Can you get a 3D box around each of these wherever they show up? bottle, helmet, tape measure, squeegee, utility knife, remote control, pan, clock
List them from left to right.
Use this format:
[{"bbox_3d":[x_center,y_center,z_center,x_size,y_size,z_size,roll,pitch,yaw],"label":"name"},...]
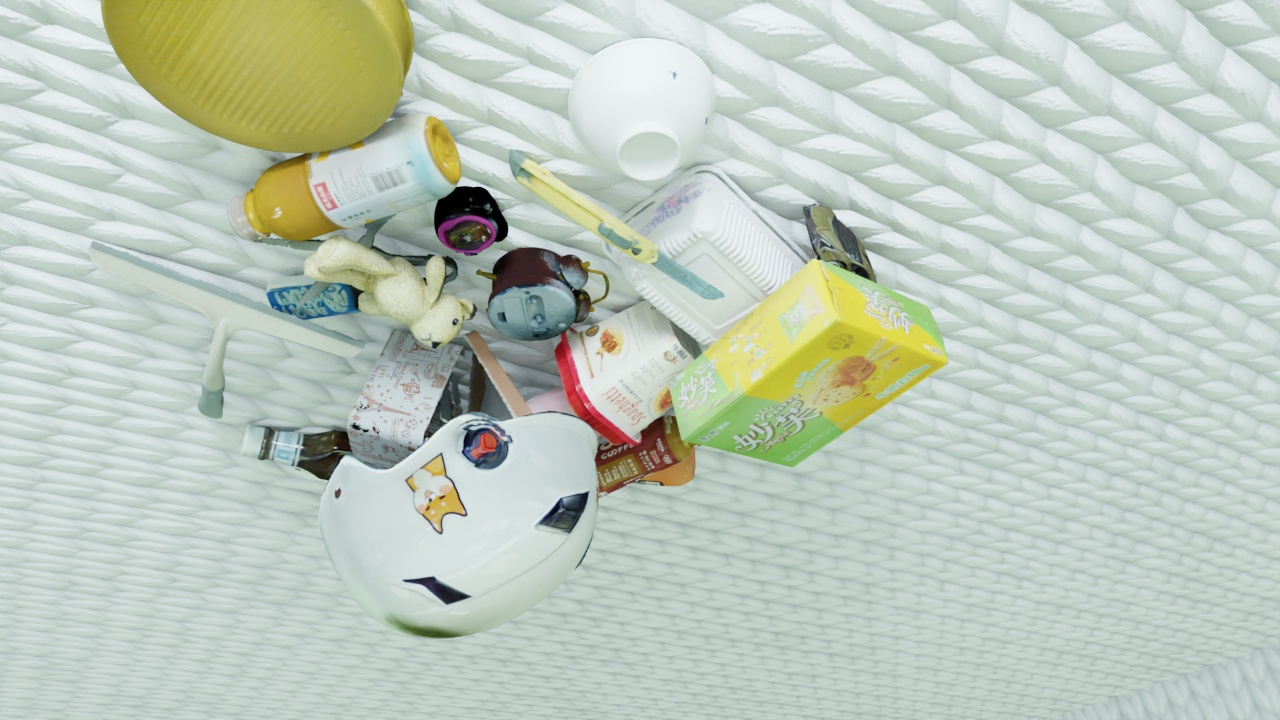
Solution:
[{"bbox_3d":[-0.426,0.011,0.919,0.246,0.039,0.247,22,143,-16],"label":"squeegee"},{"bbox_3d":[-0.200,-0.265,0.584,0.359,0.078,0.197,-27,142,37],"label":"pan"},{"bbox_3d":[-0.364,0.111,1.079,0.194,0.044,0.080,14,140,-23],"label":"bottle"},{"bbox_3d":[-0.282,-0.065,0.862,0.125,0.024,0.049,-7,144,-4],"label":"remote control"},{"bbox_3d":[-0.238,-0.139,0.730,0.190,0.067,0.068,-15,143,13],"label":"bottle"},{"bbox_3d":[-0.149,-0.120,0.791,0.058,0.039,0.057,-12,144,9],"label":"tape measure"},{"bbox_3d":[-0.154,0.169,0.860,0.274,0.156,0.230,-14,147,-9],"label":"helmet"},{"bbox_3d":[-0.089,-0.063,0.863,0.122,0.055,0.082,-5,143,-1],"label":"clock"},{"bbox_3d":[-0.021,-0.111,0.776,0.216,0.022,0.031,29,143,-10],"label":"utility knife"},{"bbox_3d":[-0.009,0.123,1.126,0.149,0.066,0.067,-3,145,10],"label":"bottle"},{"bbox_3d":[-0.001,0.107,1.064,0.175,0.057,0.057,-26,140,12],"label":"bottle"}]

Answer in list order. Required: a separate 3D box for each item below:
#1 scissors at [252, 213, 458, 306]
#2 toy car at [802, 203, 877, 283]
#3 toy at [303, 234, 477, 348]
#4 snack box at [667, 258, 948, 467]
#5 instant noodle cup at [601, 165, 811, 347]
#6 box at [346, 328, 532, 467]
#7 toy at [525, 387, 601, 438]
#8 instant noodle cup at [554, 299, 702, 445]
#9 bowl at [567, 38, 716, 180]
[{"bbox_3d":[-0.245,-0.096,0.813,0.180,0.014,0.159,-38,129,26],"label":"scissors"},{"bbox_3d":[0.191,-0.086,0.852,0.042,0.070,0.158,-24,141,22],"label":"toy car"},{"bbox_3d":[-0.217,-0.059,0.797,0.105,0.066,0.157,-29,141,27],"label":"toy"},{"bbox_3d":[0.152,0.012,0.853,0.157,0.070,0.211,16,137,-35],"label":"snack box"},{"bbox_3d":[0.063,-0.079,0.837,0.138,0.060,0.173,-31,126,30],"label":"instant noodle cup"},{"bbox_3d":[-0.187,0.076,0.962,0.174,0.151,0.183,15,143,3],"label":"box"},{"bbox_3d":[-0.072,0.068,1.044,0.159,0.054,0.121,-14,149,-6],"label":"toy"},{"bbox_3d":[-0.005,0.005,0.930,0.124,0.116,0.116,-32,138,13],"label":"instant noodle cup"},{"bbox_3d":[0.004,-0.179,0.708,0.118,0.064,0.118,-3,143,-3],"label":"bowl"}]
